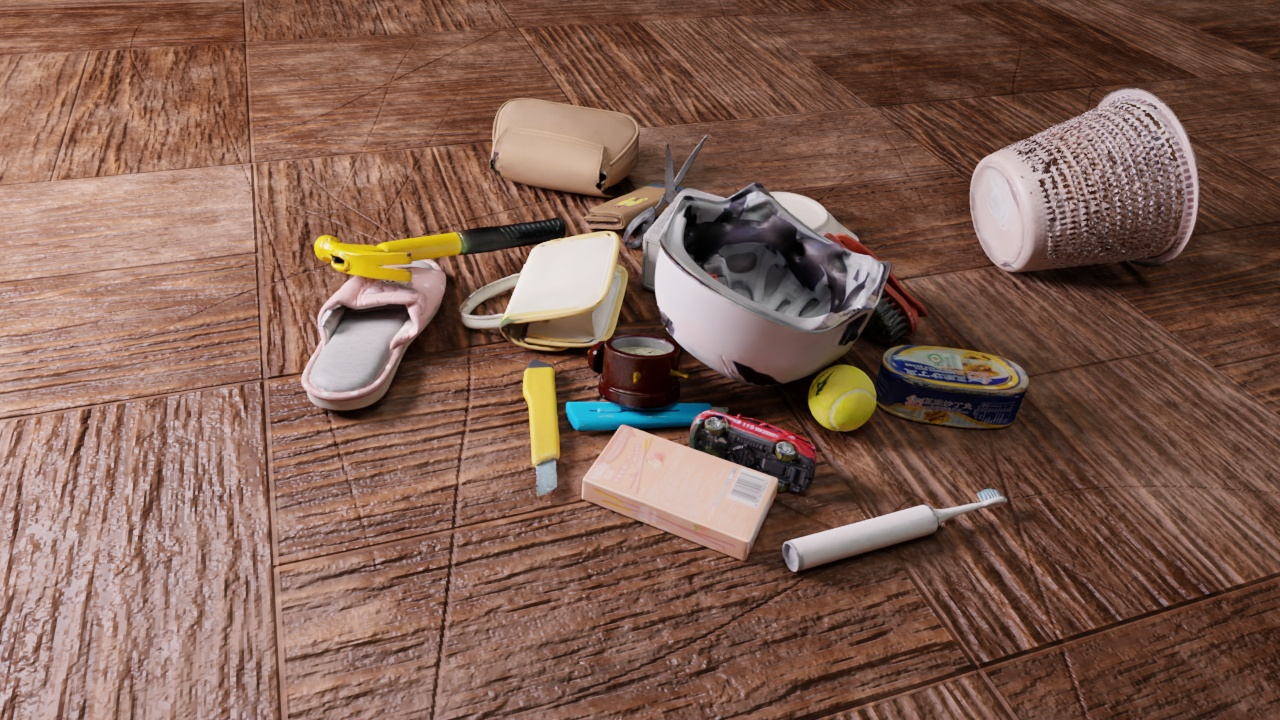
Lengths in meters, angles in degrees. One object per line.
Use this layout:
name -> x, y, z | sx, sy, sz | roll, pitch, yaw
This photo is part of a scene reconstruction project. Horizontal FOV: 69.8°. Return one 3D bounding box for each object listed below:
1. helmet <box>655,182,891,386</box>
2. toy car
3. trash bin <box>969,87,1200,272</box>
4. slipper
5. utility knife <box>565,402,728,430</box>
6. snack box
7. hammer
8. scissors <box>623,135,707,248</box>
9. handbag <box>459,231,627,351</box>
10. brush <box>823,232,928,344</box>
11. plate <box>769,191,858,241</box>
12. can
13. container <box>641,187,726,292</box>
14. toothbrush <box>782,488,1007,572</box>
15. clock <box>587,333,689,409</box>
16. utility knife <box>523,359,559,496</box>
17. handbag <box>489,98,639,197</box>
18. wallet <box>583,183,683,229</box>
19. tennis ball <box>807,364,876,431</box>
helmet -> 0.116, -0.060, 0.943 | 0.229, 0.146, 0.257 | 33, 39, 18
toy car -> 0.104, 0.081, 0.847 | 0.120, 0.053, 0.045 | 18, 38, 13
trash bin -> 0.533, -0.204, 1.144 | 0.192, 0.228, 0.227 | -15, 40, -4
slipper -> -0.279, -0.047, 0.972 | 0.114, 0.055, 0.273 | 6, 36, 4
utility knife -> 0.009, 0.053, 0.901 | 0.162, 0.018, 0.034 | -1, 37, -8
snack box -> 0.035, 0.114, 0.817 | 0.157, 0.026, 0.084 | 18, 40, 17
hammer -> -0.211, -0.135, 1.063 | 0.299, 0.033, 0.129 | -16, 28, -41
scissors -> 0.036, -0.200, 1.127 | 0.014, 0.179, 0.159 | 56, 19, 25
handbag -> -0.109, -0.072, 1.029 | 0.179, 0.063, 0.163 | -5, 36, 12
brush -> 0.258, -0.083, 1.044 | 0.069, 0.063, 0.146 | -38, 72, -22
plate -> 0.190, -0.182, 1.208 | 0.164, 0.034, 0.163 | -20, 43, -28
can -> 0.316, 0.026, 0.938 | 0.148, 0.049, 0.074 | 7, 38, 3
container -> 0.060, -0.134, 1.090 | 0.090, 0.090, 0.114 | 21, 44, 20
toothbrush -> 0.226, 0.144, 0.797 | 0.220, 0.027, 0.026 | -11, 50, -18
clock -> -0.005, 0.005, 0.920 | 0.082, 0.055, 0.122 | -6, 22, -24
utility knife -> -0.095, 0.062, 0.881 | 0.033, 0.015, 0.192 | -4, 39, -5
handbag -> -0.106, -0.289, 1.271 | 0.204, 0.100, 0.147 | 13, 46, 11
wallet -> -0.006, -0.199, 1.196 | 0.115, 0.033, 0.090 | -28, 25, -32
tennis ball -> 0.198, 0.037, 0.900 | 0.065, 0.066, 0.065 | 3, 38, -2
